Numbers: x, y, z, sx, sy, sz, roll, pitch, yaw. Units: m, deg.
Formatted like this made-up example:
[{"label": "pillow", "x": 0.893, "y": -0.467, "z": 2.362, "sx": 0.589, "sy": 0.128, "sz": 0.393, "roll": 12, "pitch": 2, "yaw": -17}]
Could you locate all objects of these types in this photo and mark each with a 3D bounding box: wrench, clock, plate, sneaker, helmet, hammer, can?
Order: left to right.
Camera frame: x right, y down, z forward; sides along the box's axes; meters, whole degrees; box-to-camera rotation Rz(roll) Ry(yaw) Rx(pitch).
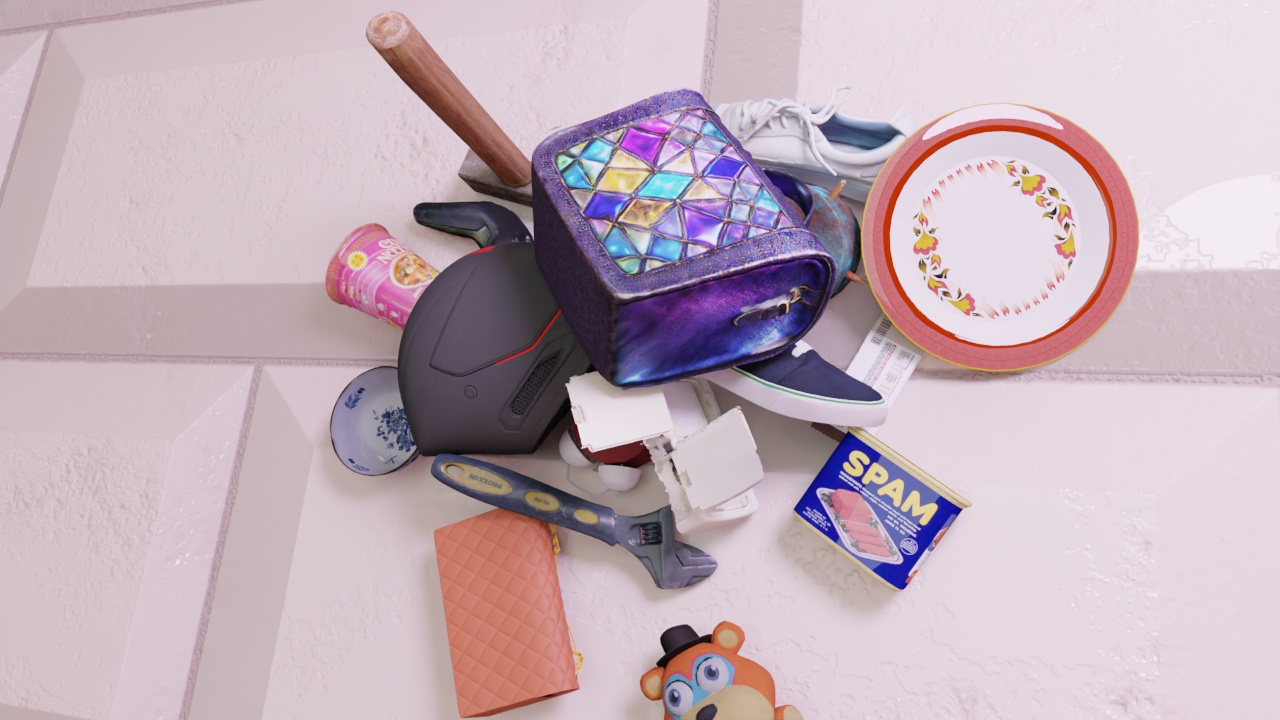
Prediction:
[{"label": "hammer", "x": -0.154, "y": -0.221, "z": 0.854, "sx": 0.158, "sy": 0.301, "sz": 0.037, "roll": 18, "pitch": 81, "yaw": 22}, {"label": "helmet", "x": -0.132, "y": -0.012, "z": 0.852, "sx": 0.170, "sy": 0.163, "sz": 0.265, "roll": 36, "pitch": 113, "yaw": 2}, {"label": "wrench", "x": -0.060, "y": 0.139, "z": 0.830, "sx": 0.273, "sy": 0.022, "sz": 0.073, "roll": 19, "pitch": 77, "yaw": 3}, {"label": "clock", "x": -0.024, "y": 0.068, "z": 0.866, "sx": 0.087, "sy": 0.044, "sz": 0.124, "roll": 28, "pitch": 85, "yaw": 24}, {"label": "sneaker", "x": 0.106, "y": -0.014, "z": 0.791, "sx": 0.235, "sy": 0.084, "sz": 0.079, "roll": 24, "pitch": 109, "yaw": 21}, {"label": "clock", "x": 0.117, "y": -0.099, "z": 0.835, "sx": 0.158, "sy": 0.073, "sz": 0.121, "roll": -12, "pitch": 91, "yaw": 31}, {"label": "sneaker", "x": 0.138, "y": -0.218, "z": 0.858, "sx": 0.242, "sy": 0.091, "sz": 0.089, "roll": 17, "pitch": 57, "yaw": 20}, {"label": "can", "x": 0.197, "y": 0.122, "z": 0.763, "sx": 0.116, "sy": 0.056, "sz": 0.092, "roll": 36, "pitch": 97, "yaw": 24}, {"label": "plate", "x": 0.306, "y": -0.106, "z": 0.792, "sx": 0.230, "sy": 0.021, "sz": 0.229, "roll": 0, "pitch": 89, "yaw": 6}]

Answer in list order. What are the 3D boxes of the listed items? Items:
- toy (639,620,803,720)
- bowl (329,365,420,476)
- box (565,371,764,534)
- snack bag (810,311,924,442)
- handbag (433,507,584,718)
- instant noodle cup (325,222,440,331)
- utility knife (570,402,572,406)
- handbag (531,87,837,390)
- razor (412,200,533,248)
[{"label": "toy", "x": 0.071, "y": 0.296, "z": 0.747, "sx": 0.112, "sy": 0.096, "sz": 0.176, "roll": -38, "pitch": 55, "yaw": 5}, {"label": "bowl", "x": -0.258, "y": 0.066, "z": 0.945, "sx": 0.114, "sy": 0.045, "sz": 0.114, "roll": -5, "pitch": 73, "yaw": 17}, {"label": "box", "x": 0.044, "y": 0.059, "z": 0.750, "sx": 0.107, "sy": 0.192, "sz": 0.143, "roll": -34, "pitch": 70, "yaw": 32}, {"label": "snack bag", "x": 0.216, "y": 0.006, "z": 0.818, "sx": 0.057, "sy": 0.013, "sz": 0.158, "roll": 30, "pitch": 87, "yaw": 20}, {"label": "handbag", "x": -0.117, "y": 0.225, "z": 0.841, "sx": 0.109, "sy": 0.060, "sz": 0.171, "roll": -22, "pitch": 65, "yaw": 17}, {"label": "instant noodle cup", "x": -0.257, "y": -0.078, "z": 0.966, "sx": 0.108, "sy": 0.097, "sz": 0.097, "roll": 29, "pitch": 85, "yaw": 17}, {"label": "utility knife", "x": -0.005, "y": 0.005, "z": 0.853, "sx": 0.151, "sy": 0.015, "sz": 0.022, "roll": -28, "pitch": 68, "yaw": -27}, {"label": "handbag", "x": 0.038, "y": -0.103, "z": 0.735, "sx": 0.221, "sy": 0.126, "sz": 0.204, "roll": -20, "pitch": 58, "yaw": -18}, {"label": "razor", "x": -0.184, "y": -0.140, "z": 0.983, "sx": 0.151, "sy": 0.053, "sz": 0.067, "roll": 14, "pitch": 96, "yaw": 28}]
